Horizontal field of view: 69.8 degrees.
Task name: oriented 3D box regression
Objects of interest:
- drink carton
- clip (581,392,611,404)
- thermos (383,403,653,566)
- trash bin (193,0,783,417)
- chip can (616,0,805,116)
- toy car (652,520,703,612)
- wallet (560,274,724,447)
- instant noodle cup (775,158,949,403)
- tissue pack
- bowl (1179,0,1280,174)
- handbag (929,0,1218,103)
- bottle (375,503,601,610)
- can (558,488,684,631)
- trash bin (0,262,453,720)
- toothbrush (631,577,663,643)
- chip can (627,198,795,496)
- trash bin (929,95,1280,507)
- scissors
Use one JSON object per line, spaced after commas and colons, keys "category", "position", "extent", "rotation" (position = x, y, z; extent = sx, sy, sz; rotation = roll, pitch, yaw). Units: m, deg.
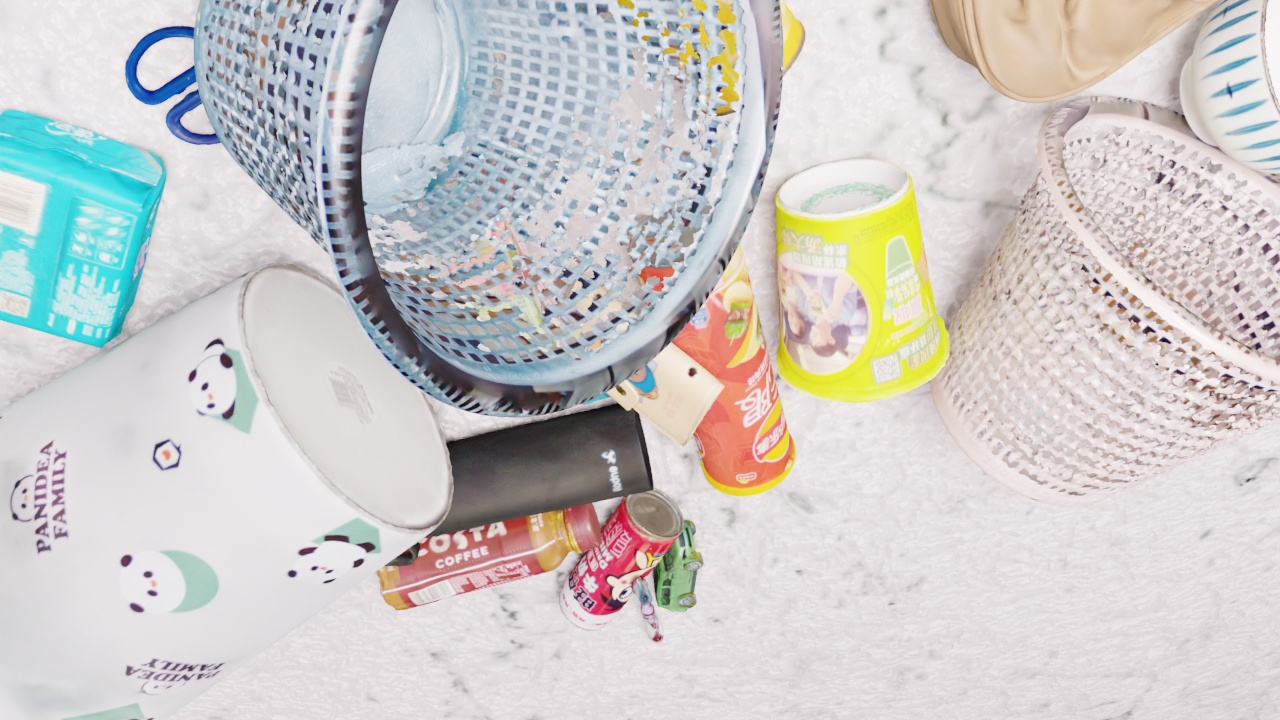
{"category": "drink carton", "position": [-0.087, -0.052, 0.572], "extent": [0.045, 0.053, 0.123], "rotation": [-16, 130, 5]}
{"category": "clip", "position": [-0.022, 0.016, 0.659], "extent": [0.056, 0.039, 0.014], "rotation": [-19, 129, 18]}
{"category": "thermos", "position": [-0.112, 0.096, 0.682], "extent": [0.242, 0.068, 0.090], "rotation": [-13, 123, 4]}
{"category": "trash bin", "position": [-0.082, -0.117, 0.401], "extent": [0.225, 0.195, 0.227], "rotation": [-29, 133, -37]}
{"category": "chip can", "position": [-0.007, -0.216, 0.438], "extent": [0.072, 0.072, 0.213], "rotation": [-35, 127, 20]}
{"category": "toy car", "position": [0.032, 0.177, 0.784], "extent": [0.036, 0.043, 0.091], "rotation": [2, 128, -10]}
{"category": "wallet", "position": [-0.004, 0.004, 0.604], "extent": [0.115, 0.024, 0.087], "rotation": [38, 146, 8]}
{"category": "instant noodle cup", "position": [0.132, -0.055, 0.573], "extent": [0.112, 0.111, 0.123], "rotation": [-13, 122, 2]}
{"category": "tissue pack", "position": [-0.334, -0.070, 0.523], "extent": [0.093, 0.050, 0.134], "rotation": [20, 124, -25]}
{"category": "bowl", "position": [0.358, -0.161, 0.524], "extent": [0.116, 0.116, 0.066], "rotation": [20, 168, -23]}
{"category": "handbag", "position": [0.240, -0.226, 0.444], "extent": [0.205, 0.099, 0.148], "rotation": [-36, 122, 16]}
{"category": "bottle", "position": [-0.119, 0.151, 0.732], "extent": [0.175, 0.057, 0.057], "rotation": [-15, 130, 5]}
{"category": "can", "position": [-0.019, 0.167, 0.762], "extent": [0.053, 0.053, 0.133], "rotation": [19, 124, -22]}
{"category": "trash bin", "position": [-0.270, 0.083, 0.559], "extent": [0.252, 0.229, 0.229], "rotation": [-31, 127, 9]}
{"category": "toothbrush", "position": [0.009, 0.224, 0.802], "extent": [0.016, 0.017, 0.188], "rotation": [-26, 150, -9]}
{"category": "chip can", "position": [0.054, -0.002, 0.622], "extent": [0.073, 0.073, 0.217], "rotation": [-16, 129, 5]}
{"category": "trash bin", "position": [0.294, -0.017, 0.570], "extent": [0.227, 0.227, 0.193], "rotation": [9, 140, -15]}
{"category": "scissors", "position": [-0.198, -0.180, 0.478], "extent": [0.108, 0.012, 0.175], "rotation": [28, 119, -28]}
